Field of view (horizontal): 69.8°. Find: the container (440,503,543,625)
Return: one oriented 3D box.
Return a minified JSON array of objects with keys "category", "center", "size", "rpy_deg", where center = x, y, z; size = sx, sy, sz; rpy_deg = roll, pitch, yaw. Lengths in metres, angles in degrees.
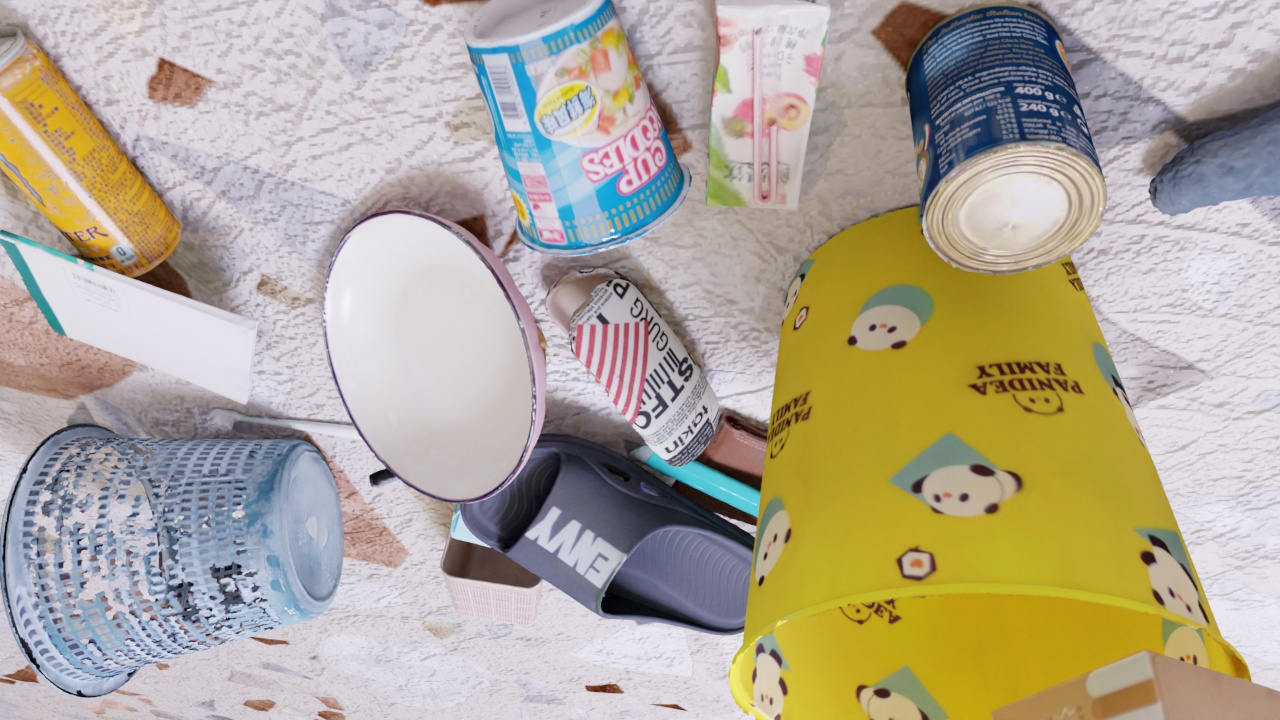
[{"category":"container","center":[-0.128,0.186,0.845],"size":[0.090,0.089,0.111],"rpy_deg":[9,143,-1]}]

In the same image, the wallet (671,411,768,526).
[{"category":"wallet","center":[0.099,0.092,0.736],"size":[0.124,0.032,0.101],"rpy_deg":[20,136,-14]}]

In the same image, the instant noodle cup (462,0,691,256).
[{"category":"instant noodle cup","center":[-0.036,-0.124,0.455],"size":[0.099,0.099,0.110],"rpy_deg":[-6,132,17]}]

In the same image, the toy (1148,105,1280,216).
[{"category":"toy","center":[0.352,-0.166,0.341],"size":[0.138,0.091,0.357],"rpy_deg":[33,141,14]}]

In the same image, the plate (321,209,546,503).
[{"category":"plate","center":[-0.129,-0.004,0.591],"size":[0.193,0.038,0.193],"rpy_deg":[13,113,33]}]

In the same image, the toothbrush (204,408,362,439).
[{"category":"toothbrush","center":[-0.278,0.059,0.773],"size":[0.180,0.016,0.016],"rpy_deg":[6,146,2]}]

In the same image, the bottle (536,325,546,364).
[{"category":"bottle","center":[-0.140,0.023,0.673],"size":[0.057,0.057,0.175],"rpy_deg":[32,135,-26]}]

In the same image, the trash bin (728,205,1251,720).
[{"category":"trash bin","center":[0.169,0.066,0.512],"size":[0.229,0.254,0.230],"rpy_deg":[5,141,4]}]

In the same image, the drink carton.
[{"category":"drink carton","center":[0.060,-0.131,0.459],"size":[0.053,0.045,0.123],"rpy_deg":[4,141,4]}]

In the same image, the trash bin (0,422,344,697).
[{"category":"trash bin","center":[-0.367,0.152,0.772],"size":[0.195,0.226,0.227],"rpy_deg":[-8,140,0]}]

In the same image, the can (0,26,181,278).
[{"category":"can","center":[-0.338,-0.116,0.540],"size":[0.058,0.058,0.146],"rpy_deg":[-4,139,15]}]

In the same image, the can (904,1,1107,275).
[{"category":"can","center":[0.165,-0.102,0.423],"size":[0.075,0.111,0.075],"rpy_deg":[5,141,4]}]

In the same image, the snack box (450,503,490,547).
[{"category":"snack box","center":[-0.065,0.127,0.771],"size":[0.175,0.074,0.052],"rpy_deg":[16,139,-9]}]

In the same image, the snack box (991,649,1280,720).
[{"category":"snack box","center":[0.210,0.184,0.373],"size":[0.077,0.092,0.095],"rpy_deg":[19,140,-14]}]

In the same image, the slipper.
[{"category":"slipper","center":[-0.004,0.142,0.694],"size":[0.268,0.083,0.111],"rpy_deg":[26,96,-14]}]

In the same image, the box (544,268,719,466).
[{"category":"box","center":[-0.005,0.000,0.629],"size":[0.086,0.076,0.163],"rpy_deg":[26,162,50]}]

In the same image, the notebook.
[{"category":"notebook","center":[-0.345,-0.021,0.639],"size":[0.150,0.012,0.210],"rpy_deg":[23,158,-17]}]

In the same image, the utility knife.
[{"category":"utility knife","center":[0.073,0.103,0.714],"size":[0.174,0.013,0.029],"rpy_deg":[26,133,-3]}]

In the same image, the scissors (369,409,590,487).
[{"category":"scissors","center":[-0.129,0.068,0.710],"size":[0.162,0.014,0.165],"rpy_deg":[-17,180,-40]}]
